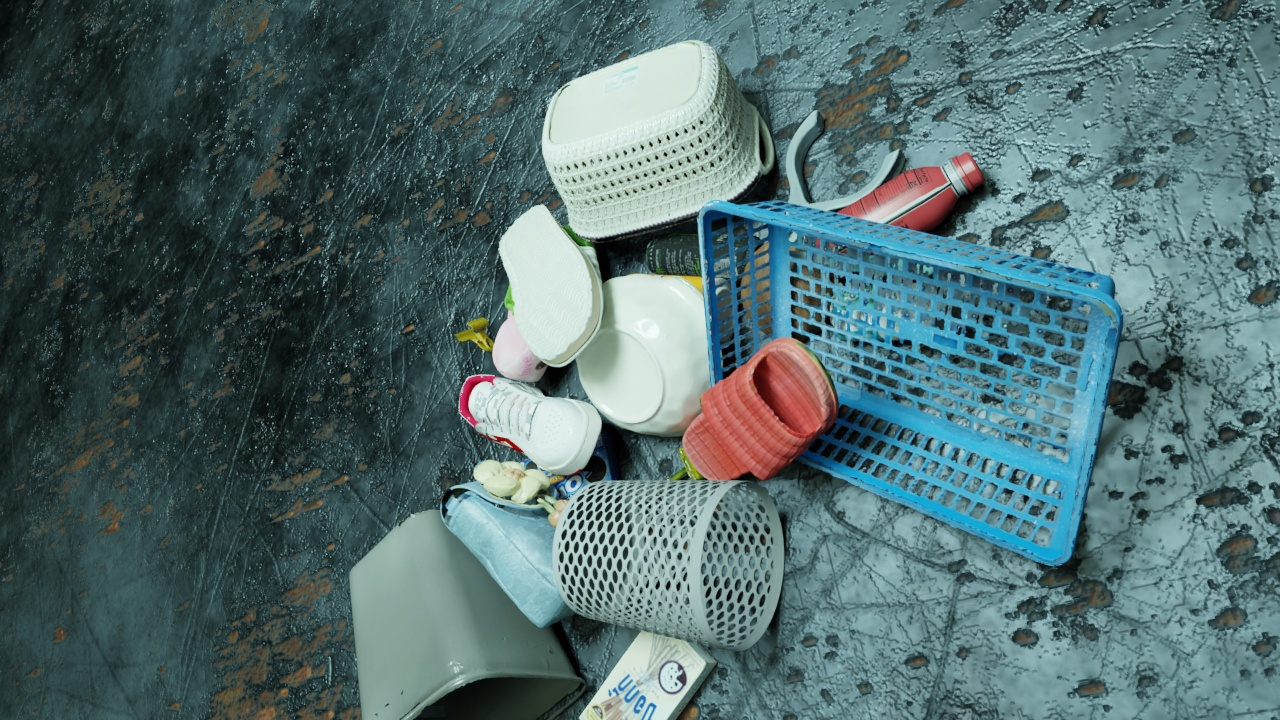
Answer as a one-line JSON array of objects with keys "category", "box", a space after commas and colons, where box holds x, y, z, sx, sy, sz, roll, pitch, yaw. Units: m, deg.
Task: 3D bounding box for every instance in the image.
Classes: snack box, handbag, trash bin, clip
[{"category": "snack box", "box": [-0.092, 0.144, 1.081, 0.150, 0.027, 0.082, -25, 63, 27]}, {"category": "handbag", "box": [-0.121, 0.189, 1.004, 0.192, 0.121, 0.119, 44, 106, 21]}, {"category": "trash bin", "box": [-0.210, 0.306, 1.023, 0.198, 0.197, 0.220, -43, 51, 19]}, {"category": "snack box", "box": [0.006, 0.345, 0.957, 0.082, 0.026, 0.150, 40, 100, 35]}, {"category": "clip", "box": [-0.213, -0.034, 1.207, 0.046, 0.054, 0.048, 7, 102, 15]}, {"category": "clip", "box": [0.217, -0.179, 0.964, 0.164, 0.030, 0.172, 12, 84, 37]}, {"category": "trash bin", "box": [0.024, 0.194, 0.911, 0.184, 0.156, 0.156, -2, 75, 36]}]

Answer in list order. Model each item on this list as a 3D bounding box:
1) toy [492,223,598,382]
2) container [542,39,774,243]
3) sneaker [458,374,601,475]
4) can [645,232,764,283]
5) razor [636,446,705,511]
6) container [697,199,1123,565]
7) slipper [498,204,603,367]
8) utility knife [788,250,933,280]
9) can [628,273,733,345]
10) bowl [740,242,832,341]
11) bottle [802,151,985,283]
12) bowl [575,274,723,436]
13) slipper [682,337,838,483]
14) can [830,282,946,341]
[{"category": "toy", "box": [-0.116, -0.083, 1.126, 0.190, 0.087, 0.237, 6, 68, 44]}, {"category": "container", "box": [0.009, -0.247, 1.031, 0.252, 0.143, 0.184, -12, 49, 21]}, {"category": "sneaker", "box": [-0.143, 0.064, 1.051, 0.237, 0.104, 0.090, 21, 90, 56]}, {"category": "can", "box": [0.074, -0.115, 1.026, 0.138, 0.054, 0.054, 7, 80, 35]}, {"category": "razor", "box": [0.022, 0.141, 1.009, 0.106, 0.026, 0.042, -41, 60, 23]}, {"category": "container", "box": [0.224, -0.005, 0.803, 0.363, 0.089, 0.257, 22, 133, 36]}, {"category": "slipper", "box": [-0.099, -0.088, 1.020, 0.115, 0.054, 0.272, -45, 39, 16]}, {"category": "utility knife", "box": [0.215, -0.095, 0.899, 0.147, 0.015, 0.022, 6, 118, 0]}, {"category": "can", "box": [0.032, -0.055, 1.022, 0.143, 0.079, 0.079, 7, 80, 35]}, {"category": "bowl", "box": [0.143, -0.065, 0.942, 0.102, 0.026, 0.114, 36, 133, 20]}, {"category": "bottle", "box": [0.251, -0.144, 0.909, 0.177, 0.062, 0.062, -30, 61, 24]}, {"category": "bowl", "box": [-0.006, 0.006, 0.985, 0.188, 0.060, 0.220, 47, 132, 12]}, {"category": "slipper", "box": [0.100, 0.066, 0.876, 0.103, 0.059, 0.249, 49, 146, 7]}, {"category": "can", "box": [0.240, -0.047, 0.892, 0.102, 0.055, 0.055, -1, 76, 34]}]
